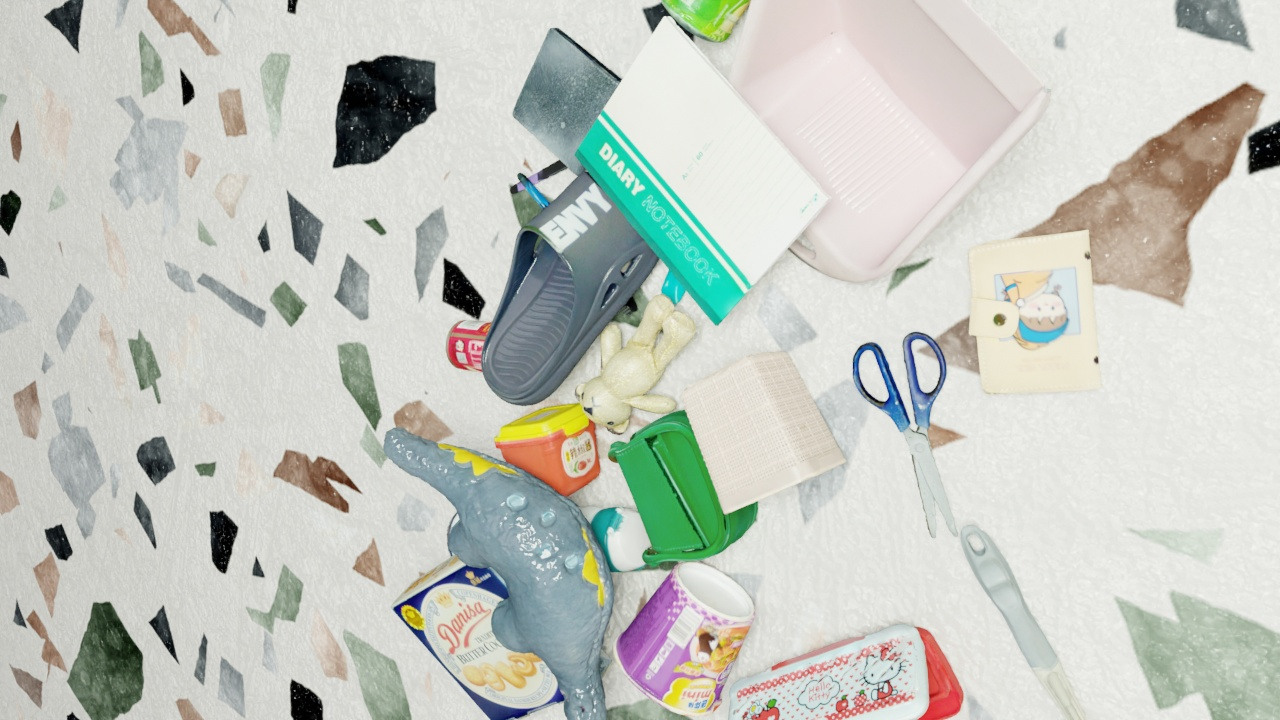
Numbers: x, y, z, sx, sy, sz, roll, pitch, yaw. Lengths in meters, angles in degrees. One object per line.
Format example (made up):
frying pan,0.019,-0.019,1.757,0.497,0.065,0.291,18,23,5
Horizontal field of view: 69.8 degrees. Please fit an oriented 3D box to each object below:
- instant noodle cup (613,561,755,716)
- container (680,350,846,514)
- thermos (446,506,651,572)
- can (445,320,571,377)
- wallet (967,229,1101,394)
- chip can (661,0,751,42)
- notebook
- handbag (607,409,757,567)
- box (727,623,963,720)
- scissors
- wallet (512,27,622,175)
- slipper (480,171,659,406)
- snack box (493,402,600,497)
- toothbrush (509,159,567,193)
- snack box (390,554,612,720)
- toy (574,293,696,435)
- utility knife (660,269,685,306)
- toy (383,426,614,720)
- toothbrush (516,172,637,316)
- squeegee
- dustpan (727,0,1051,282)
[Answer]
instant noodle cup,0.046,0.245,0.832,0.111,0.111,0.099,34,105,24
container,0.100,0.057,0.774,0.090,0.090,0.111,-30,78,33
thermos,-0.091,0.182,0.931,0.225,0.073,0.073,-6,94,33
can,-0.132,-0.010,0.933,0.133,0.053,0.053,7,101,32
wallet,0.287,-0.034,0.677,0.087,0.024,0.115,-4,96,28
chip can,0.100,-0.356,0.719,0.072,0.072,0.222,50,119,17
notebook,0.042,-0.153,0.753,0.209,0.012,0.151,52,127,17
handbag,0.035,0.115,0.836,0.120,0.067,0.131,-24,84,34
box,0.156,0.290,0.770,0.202,0.091,0.094,-33,78,33
scissors,0.214,0.062,0.745,0.128,0.012,0.173,17,107,28
wallet,-0.071,-0.247,0.872,0.121,0.019,0.097,47,118,30
slipper,-0.068,-0.077,0.835,0.111,0.083,0.268,36,98,23
snack box,-0.088,0.091,0.901,0.082,0.091,0.080,-8,100,33
toothbrush,-0.062,-0.197,0.883,0.189,0.016,0.014,-18,82,35
snack box,-0.149,0.283,0.951,0.182,0.045,0.178,50,129,-6
toy,-0.005,0.005,0.845,0.105,0.066,0.158,46,126,12
utility knife,0.051,-0.113,0.824,0.029,0.013,0.161,37,118,26
toy,-0.098,0.193,0.832,0.138,0.091,0.356,-30,90,11
toothbrush,-0.064,-0.115,0.894,0.189,0.014,0.016,50,136,14
squeegee,0.309,0.237,0.694,0.247,0.039,0.246,-30,74,15
dustpan,0.139,-0.168,0.647,0.139,0.273,0.222,-37,72,5
